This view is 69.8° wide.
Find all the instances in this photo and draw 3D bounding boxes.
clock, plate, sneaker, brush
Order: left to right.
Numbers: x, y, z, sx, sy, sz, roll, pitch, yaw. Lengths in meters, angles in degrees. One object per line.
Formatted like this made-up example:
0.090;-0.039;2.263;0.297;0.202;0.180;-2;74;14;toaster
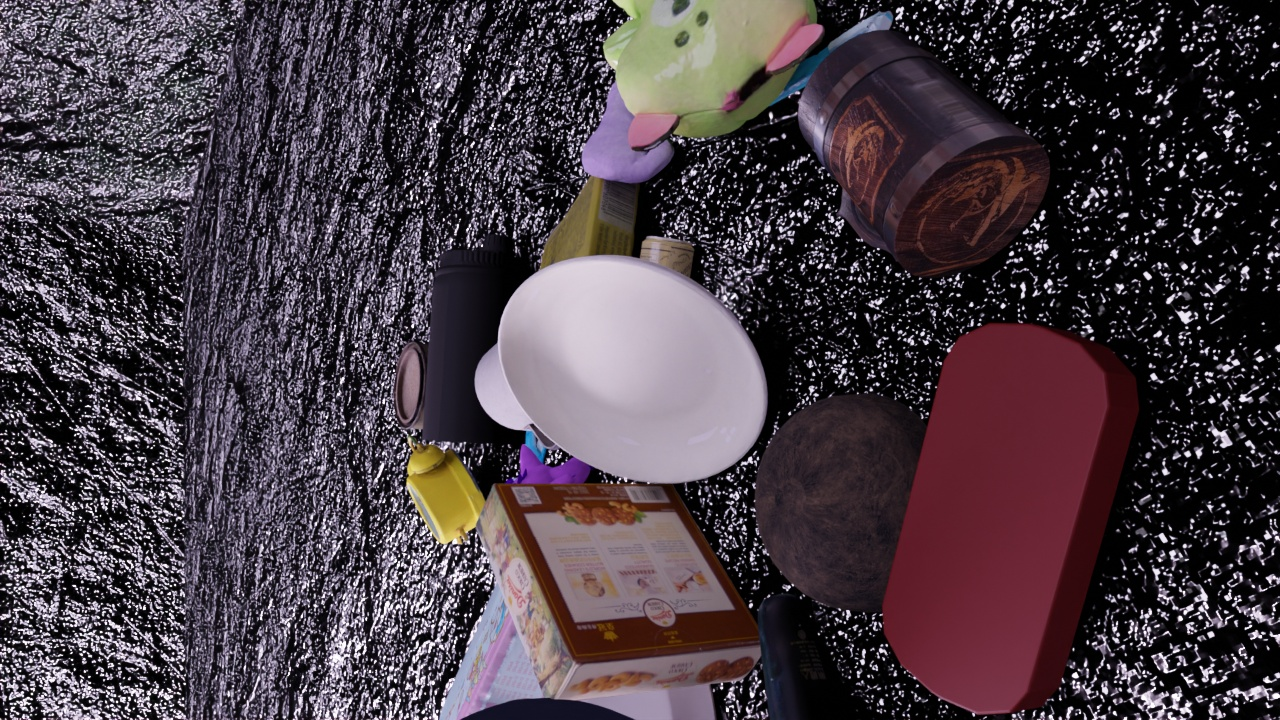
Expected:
-0.193;0.123;0.898;0.118;0.057;0.083;60;159;3;clock
-0.035;0.253;0.531;0.119;0.232;0.091;-41;42;52;sneaker
-0.005;0.261;0.670;0.179;0.012;0.178;-13;74;55;plate
-0.004;0.004;0.602;0.183;0.182;0.034;-48;10;41;plate
0.169;0.071;0.417;0.082;0.041;0.173;23;104;55;brush

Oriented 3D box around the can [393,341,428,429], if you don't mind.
-0.207;0.028;0.951;0.090;0.074;0.089;-14;73;55;can

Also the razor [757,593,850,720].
0.088;0.209;0.513;0.067;0.054;0.151;127;141;-49;razor

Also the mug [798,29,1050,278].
0.136;-0.094;0.473;0.116;0.080;0.107;92;159;-47;mug

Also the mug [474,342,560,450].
-0.088;0.025;0.770;0.071;0.084;0.113;-34;62;51;mug

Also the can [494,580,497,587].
-0.096;0.195;0.778;0.055;0.054;0.102;29;109;54;can

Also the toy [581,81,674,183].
-0.001;-0.180;0.701;0.080;0.036;0.099;20;80;34;toy

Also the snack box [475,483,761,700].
-0.014;0.141;0.586;0.147;0.143;0.041;56;130;44;snack box

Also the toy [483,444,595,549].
-0.090;0.113;0.741;0.106;0.056;0.087;-34;20;43;toy

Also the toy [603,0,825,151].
0.041;-0.218;0.597;0.150;0.107;0.196;-27;62;28;toy

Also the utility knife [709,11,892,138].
0.094;-0.180;0.593;0.167;0.015;0.022;-16;48;56;utility knife

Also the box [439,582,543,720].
-0.085;0.230;0.702;0.091;0.090;0.215;-102;33;-60;box

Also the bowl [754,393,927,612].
0.102;0.077;0.501;0.121;0.056;0.121;-13;74;55;bowl

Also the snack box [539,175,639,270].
-0.045;-0.060;0.714;0.122;0.045;0.180;-50;25;41;snack box

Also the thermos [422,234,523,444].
-0.158;-0.021;0.875;0.086;0.086;0.198;-4;82;56;thermos

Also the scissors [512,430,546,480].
-0.092;0.102;0.828;0.118;0.013;0.140;41;116;51;scissors

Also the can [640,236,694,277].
0.015;-0.048;0.667;0.038;0.038;0.079;14;97;56;can
